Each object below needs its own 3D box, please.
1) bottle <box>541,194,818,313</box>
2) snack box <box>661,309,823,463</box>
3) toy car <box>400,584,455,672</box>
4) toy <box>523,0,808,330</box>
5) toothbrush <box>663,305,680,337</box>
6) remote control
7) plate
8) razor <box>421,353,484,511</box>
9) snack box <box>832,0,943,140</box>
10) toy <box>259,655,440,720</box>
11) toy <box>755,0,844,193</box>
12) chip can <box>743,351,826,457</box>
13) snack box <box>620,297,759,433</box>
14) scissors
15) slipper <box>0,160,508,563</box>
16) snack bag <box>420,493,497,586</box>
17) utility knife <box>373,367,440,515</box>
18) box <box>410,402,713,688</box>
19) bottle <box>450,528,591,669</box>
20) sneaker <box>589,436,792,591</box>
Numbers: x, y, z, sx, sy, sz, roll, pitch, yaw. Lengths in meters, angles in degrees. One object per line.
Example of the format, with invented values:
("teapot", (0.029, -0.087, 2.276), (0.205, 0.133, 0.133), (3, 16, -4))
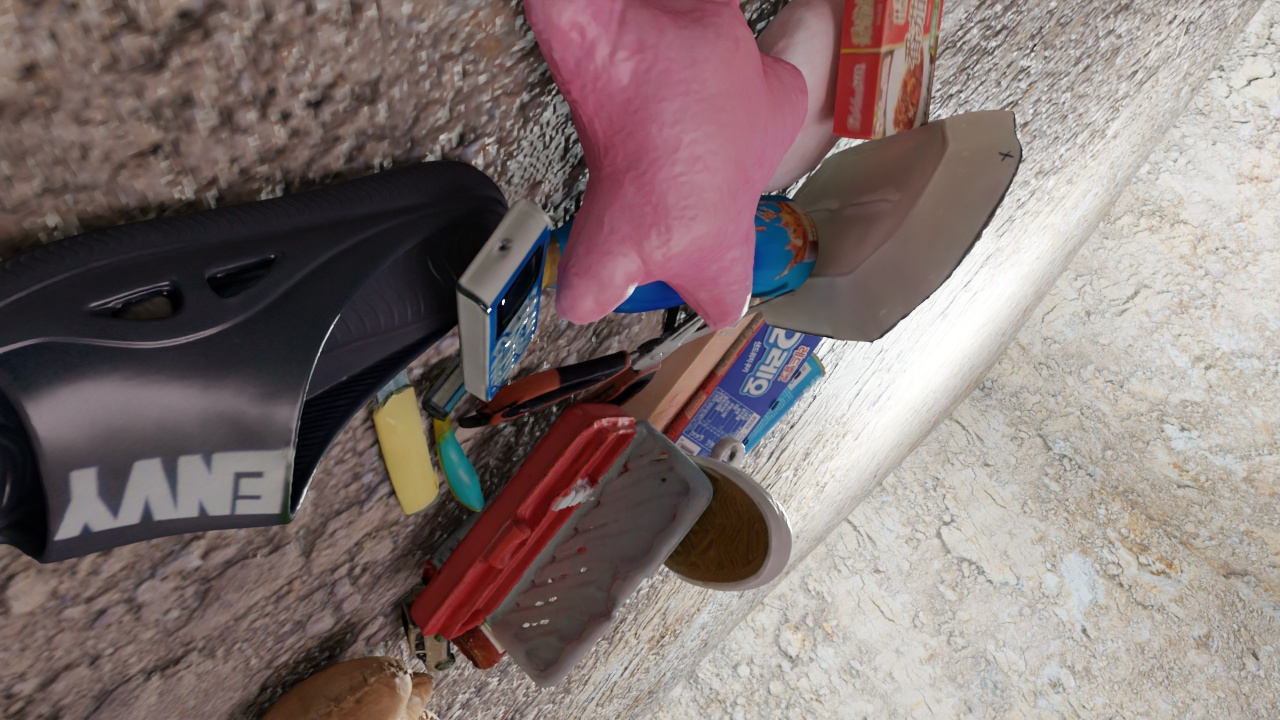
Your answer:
("bottle", (0.014, -0.060, 0.517), (0.218, 0.065, 0.065), (-10, 139, -43))
("snack box", (0.082, 0.022, 0.790), (0.207, 0.057, 0.058), (-54, -163, 7))
("toy car", (-0.163, 0.208, 0.704), (0.035, 0.042, 0.091), (-14, 142, -20))
("toy", (0.025, -0.100, 0.432), (0.178, 0.075, 0.195), (-27, 124, -34))
("toothbrush", (0.028, -0.047, 0.659), (0.014, 0.017, 0.189), (-39, 159, -25))
("remote control", (-0.063, -0.022, 0.406), (0.049, 0.024, 0.125), (-60, 179, -22))
("plate", (0.144, -0.093, 0.609), (0.162, 0.034, 0.266), (-58, -167, -1))
("razor", (-0.107, 0.051, 0.542), (0.133, 0.028, 0.043), (92, 21, -51))
("snack box", (0.138, -0.201, 0.494), (0.075, 0.025, 0.153), (-25, 124, -47))
("toy", (-0.216, 0.285, 0.685), (0.143, 0.082, 0.226), (-28, 158, -12))
("toy", (0.109, -0.165, 0.547), (0.159, 0.054, 0.121), (-31, 147, -36))
("chip can", (0.082, 0.063, 0.884), (0.210, 0.071, 0.071), (-45, 159, -10))
("snack box", (0.040, 0.000, 0.738), (0.157, 0.026, 0.084), (-52, 166, 13))
("scissors", (-0.006, 0.004, 0.583), (0.225, 0.015, 0.189), (-21, 167, -2))
("slipper", (-0.134, 0.002, 0.333), (0.267, 0.083, 0.111), (-32, 155, -41))
("snack bag", (-0.120, 0.128, 0.667), (0.105, 0.026, 0.045), (-45, 158, -10))
("utility knife", (-0.129, 0.050, 0.515), (0.030, 0.019, 0.179), (-42, 165, -27))
("box", (-0.054, 0.130, 0.616), (0.201, 0.100, 0.094), (-52, 159, 14))
("bottle", (-0.078, 0.173, 0.790), (0.205, 0.060, 0.060), (-42, 159, -26))
("sneaker", (0.041, 0.114, 0.695), (0.087, 0.241, 0.118), (7, 88, -33))
